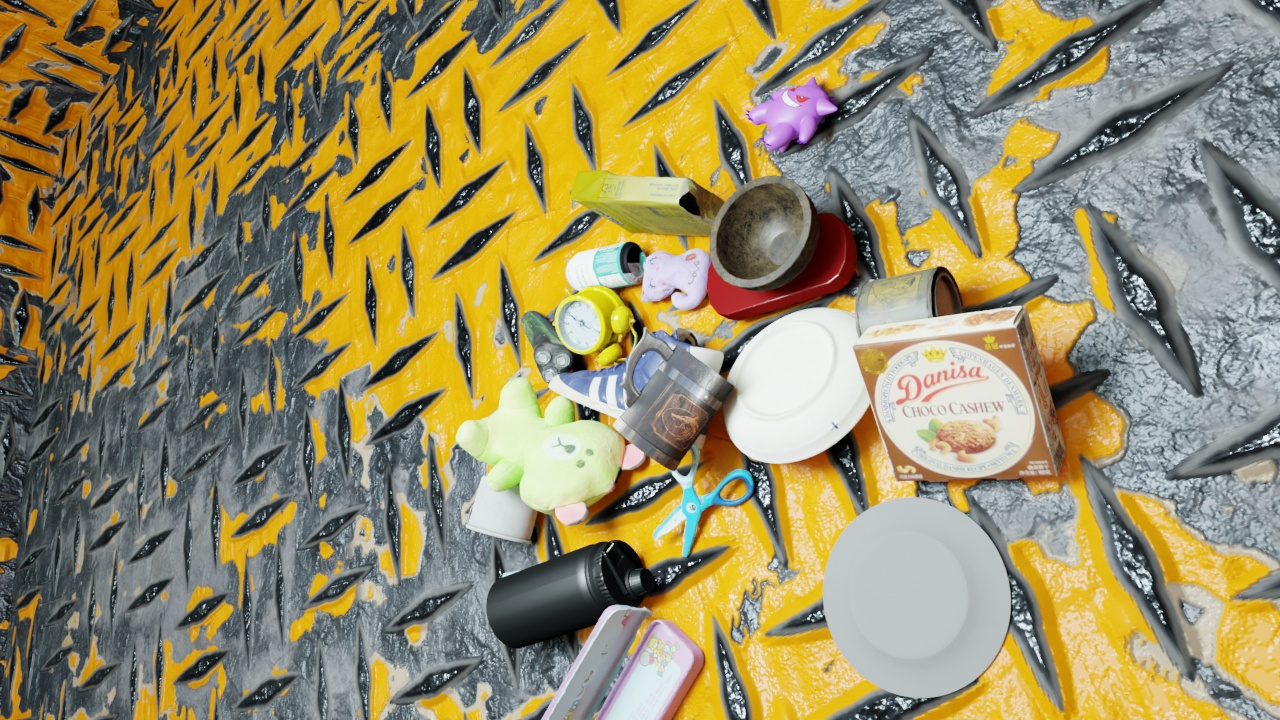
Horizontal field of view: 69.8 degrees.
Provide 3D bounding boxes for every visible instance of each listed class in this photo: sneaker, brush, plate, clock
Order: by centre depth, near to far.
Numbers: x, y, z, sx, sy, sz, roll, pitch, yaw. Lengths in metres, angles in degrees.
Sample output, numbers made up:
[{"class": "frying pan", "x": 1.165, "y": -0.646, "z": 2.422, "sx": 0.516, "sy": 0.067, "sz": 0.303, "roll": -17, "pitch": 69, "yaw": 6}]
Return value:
[{"class": "plate", "x": 0.245, "y": 0.214, "z": 0.838, "sx": 0.179, "sy": 0.012, "sz": 0.178, "roll": -15, "pitch": 67, "yaw": 37}, {"class": "plate", "x": 0.154, "y": 0.016, "z": 0.933, "sx": 0.183, "sy": 0.034, "sz": 0.182, "roll": -27, "pitch": 43, "yaw": 28}, {"class": "brush", "x": 0.155, "y": -0.097, "z": 0.999, "sx": 0.174, "sy": 0.041, "sz": 0.082, "roll": -16, "pitch": 65, "yaw": 36}, {"class": "sneaker", "x": -0.006, "y": 0.007, "z": 1.067, "sx": 0.233, "sy": 0.091, "sz": 0.118, "roll": 21, "pitch": 94, "yaw": 42}, {"class": "clock", "x": -0.051, "y": -0.043, "z": 1.137, "sx": 0.119, "sy": 0.057, "sz": 0.083, "roll": 31, "pitch": 117, "yaw": 20}]

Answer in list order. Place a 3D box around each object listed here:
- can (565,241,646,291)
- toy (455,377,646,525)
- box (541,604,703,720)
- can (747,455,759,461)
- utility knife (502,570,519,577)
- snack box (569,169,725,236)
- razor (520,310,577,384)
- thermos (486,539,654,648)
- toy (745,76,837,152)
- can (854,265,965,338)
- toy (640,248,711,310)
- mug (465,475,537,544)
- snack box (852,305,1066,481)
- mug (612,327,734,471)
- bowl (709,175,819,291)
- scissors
[{"class": "can", "x": -0.043, "y": -0.117, "z": 1.166, "sx": 0.102, "sy": 0.055, "sz": 0.055, "roll": -7, "pitch": 71, "yaw": 39}, {"class": "toy", "x": -0.110, "y": 0.115, "z": 1.101, "sx": 0.197, "sy": 0.107, "sz": 0.149, "roll": 37, "pitch": 65, "yaw": 15}, {"class": "box", "x": -0.033, "y": 0.370, "z": 0.969, "sx": 0.090, "sy": 0.091, "sz": 0.214, "roll": 36, "pitch": 99, "yaw": 42}, {"class": "can", "x": 0.149, "y": 0.079, "z": 0.948, "sx": 0.080, "sy": 0.038, "sz": 0.038, "roll": -18, "pitch": 65, "yaw": 35}, {"class": "utility knife", "x": -0.105, "y": 0.256, "z": 1.123, "sx": 0.167, "sy": 0.015, "sz": 0.022, "roll": -22, "pitch": 62, "yaw": 31}, {"class": "snack box", "x": 0.020, "y": -0.187, "z": 1.092, "sx": 0.181, "sy": 0.121, "sz": 0.045, "roll": 11, "pitch": 83, "yaw": 41}, {"class": "razor", "x": -0.127, "y": -0.025, "z": 1.203, "sx": 0.054, "sy": 0.067, "sz": 0.151, "roll": -49, "pitch": 42, "yaw": 11}, {"class": "thermos", "x": -0.077, "y": 0.263, "z": 1.046, "sx": 0.199, "sy": 0.086, "sz": 0.086, "roll": -27, "pitch": 60, "yaw": 31}, {"class": "toy", "x": 0.176, "y": -0.276, "z": 1.034, "sx": 0.088, "sy": 0.056, "sz": 0.106, "roll": -38, "pitch": 44, "yaw": 20}, {"class": "can", "x": 0.256, "y": -0.038, "z": 0.861, "sx": 0.075, "sy": 0.089, "sz": 0.089, "roll": -10, "pitch": 69, "yaw": 38}, {"class": "toy", "x": 0.040, "y": -0.096, "z": 1.101, "sx": 0.100, "sy": 0.036, "sz": 0.080, "roll": -5, "pitch": 71, "yaw": 38}, {"class": "mug", "x": -0.180, "y": 0.187, "z": 1.163, "sx": 0.113, "sy": 0.084, "sz": 0.070, "roll": 5, "pitch": 76, "yaw": 47}, {"class": "snack box", "x": 0.276, "y": 0.033, "z": 0.798, "sx": 0.143, "sy": 0.041, "sz": 0.147, "roll": -8, "pitch": 113, "yaw": 39}, {"class": "mug", "x": 0.022, "y": 0.038, "z": 0.944, "sx": 0.107, "sy": 0.116, "sz": 0.080, "roll": -53, "pitch": 17, "yaw": 2}, {"class": "bowl", "x": 0.137, "y": -0.125, "z": 0.955, "sx": 0.121, "sy": 0.056, "sz": 0.121, "roll": -15, "pitch": 67, "yaw": 36}, {"class": "scissors", "x": 0.069, "y": 0.157, "z": 0.992, "sx": 0.118, "sy": 0.013, "sz": 0.140, "roll": 10, "pitch": 103, "yaw": 11}]
